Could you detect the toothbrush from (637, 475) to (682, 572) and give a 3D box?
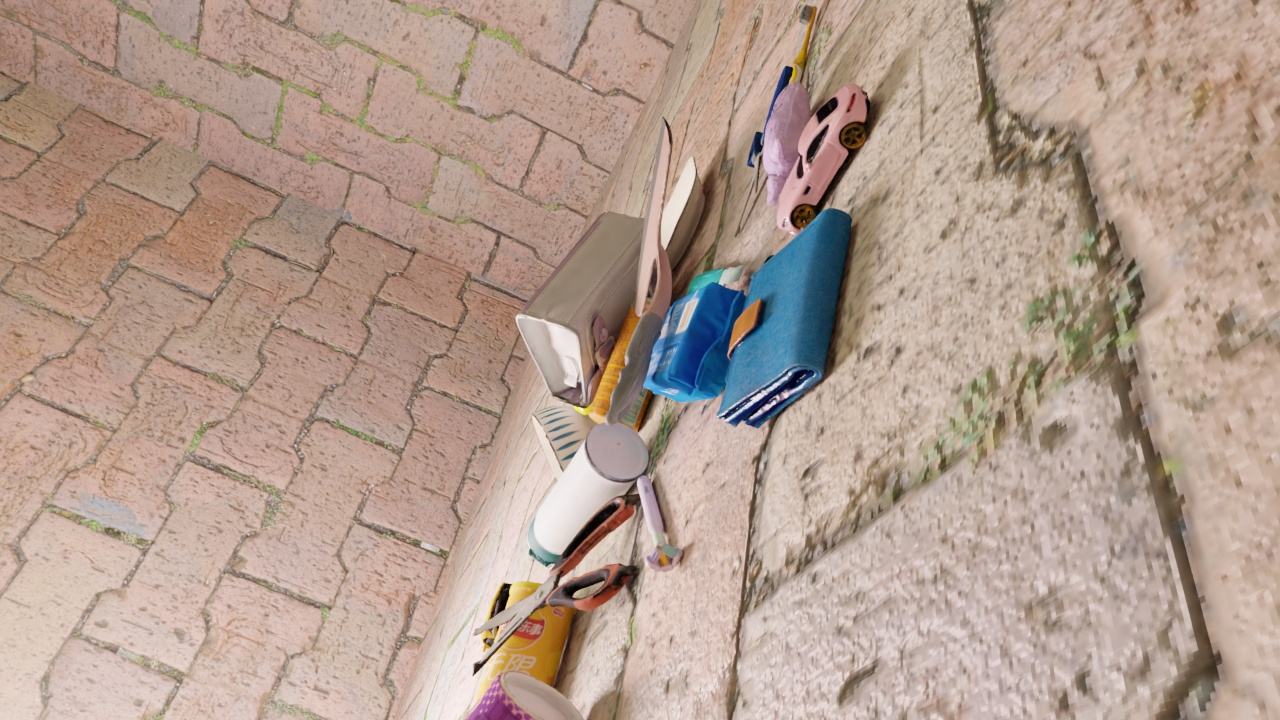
[{"bbox_3d":[0.010,0.131,0.769,0.189,0.029,0.021,-114,11,-78],"label":"toothbrush"}]

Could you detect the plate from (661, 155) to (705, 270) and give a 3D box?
[{"bbox_3d":[0.046,-0.176,1.213,0.164,0.034,0.164,-81,17,-56],"label":"plate"}]

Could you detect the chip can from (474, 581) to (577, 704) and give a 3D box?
[{"bbox_3d":[-0.122,0.323,0.875,0.072,0.072,0.212,128,162,-56],"label":"chip can"}]

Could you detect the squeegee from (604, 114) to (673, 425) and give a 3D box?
[{"bbox_3d":[0.005,-0.041,0.823,0.248,0.040,0.248,101,180,-51],"label":"squeegee"}]

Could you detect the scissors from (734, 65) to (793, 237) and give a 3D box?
[{"bbox_3d":[0.120,-0.208,0.920,0.162,0.012,0.173,-85,11,-77],"label":"scissors"}]

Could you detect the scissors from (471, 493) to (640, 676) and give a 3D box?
[{"bbox_3d":[-0.074,0.206,0.851,0.228,0.015,0.188,-23,29,43],"label":"scissors"}]

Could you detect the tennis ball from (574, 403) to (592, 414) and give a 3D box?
[{"bbox_3d":[-0.053,0.047,1.151,0.065,0.065,0.065,-158,91,-80],"label":"tennis ball"}]

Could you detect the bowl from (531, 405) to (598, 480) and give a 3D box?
[{"bbox_3d":[-0.077,0.103,1.087,0.066,0.116,0.116,-24,1,-13],"label":"bowl"}]

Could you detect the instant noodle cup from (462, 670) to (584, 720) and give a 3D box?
[{"bbox_3d":[-0.102,0.310,0.725,0.099,0.111,0.111,-59,10,-4],"label":"instant noodle cup"}]

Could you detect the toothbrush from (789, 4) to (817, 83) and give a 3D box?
[{"bbox_3d":[0.161,-0.307,0.955,0.016,0.018,0.191,127,163,-60],"label":"toothbrush"}]

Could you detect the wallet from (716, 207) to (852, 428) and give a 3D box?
[{"bbox_3d":[0.097,-0.028,0.622,0.107,0.040,0.132,-44,24,56],"label":"wallet"}]

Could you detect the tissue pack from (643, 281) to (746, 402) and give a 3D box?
[{"bbox_3d":[0.048,-0.011,0.791,0.095,0.052,0.157,-67,10,-8],"label":"tissue pack"}]

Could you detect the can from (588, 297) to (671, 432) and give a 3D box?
[{"bbox_3d":[-0.006,0.006,1.015,0.058,0.058,0.146,154,138,-75],"label":"can"}]

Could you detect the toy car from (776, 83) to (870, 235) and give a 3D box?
[{"bbox_3d":[0.135,-0.154,0.704,0.056,0.037,0.123,-80,15,-57],"label":"toy car"}]

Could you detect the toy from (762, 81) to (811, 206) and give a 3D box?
[{"bbox_3d":[0.131,-0.201,0.824,0.084,0.039,0.107,90,-168,-56],"label":"toy"}]

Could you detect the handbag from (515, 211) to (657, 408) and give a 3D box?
[{"bbox_3d":[-0.044,-0.059,1.083,0.196,0.098,0.145,-54,-30,-32],"label":"handbag"}]

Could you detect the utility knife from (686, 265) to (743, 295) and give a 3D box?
[{"bbox_3d":[0.074,-0.078,0.917,0.029,0.013,0.223,-65,8,-2],"label":"utility knife"}]

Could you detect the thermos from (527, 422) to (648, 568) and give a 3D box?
[{"bbox_3d":[-0.063,0.149,0.978,0.225,0.073,0.073,124,165,-48],"label":"thermos"}]

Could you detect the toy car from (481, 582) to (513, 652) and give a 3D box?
[{"bbox_3d":[-0.141,0.293,0.989,0.156,0.041,0.071,80,-157,-49],"label":"toy car"}]

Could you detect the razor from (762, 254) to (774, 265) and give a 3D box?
[{"bbox_3d":[0.089,-0.030,0.707,0.043,0.022,0.142,-50,19,53],"label":"razor"}]
